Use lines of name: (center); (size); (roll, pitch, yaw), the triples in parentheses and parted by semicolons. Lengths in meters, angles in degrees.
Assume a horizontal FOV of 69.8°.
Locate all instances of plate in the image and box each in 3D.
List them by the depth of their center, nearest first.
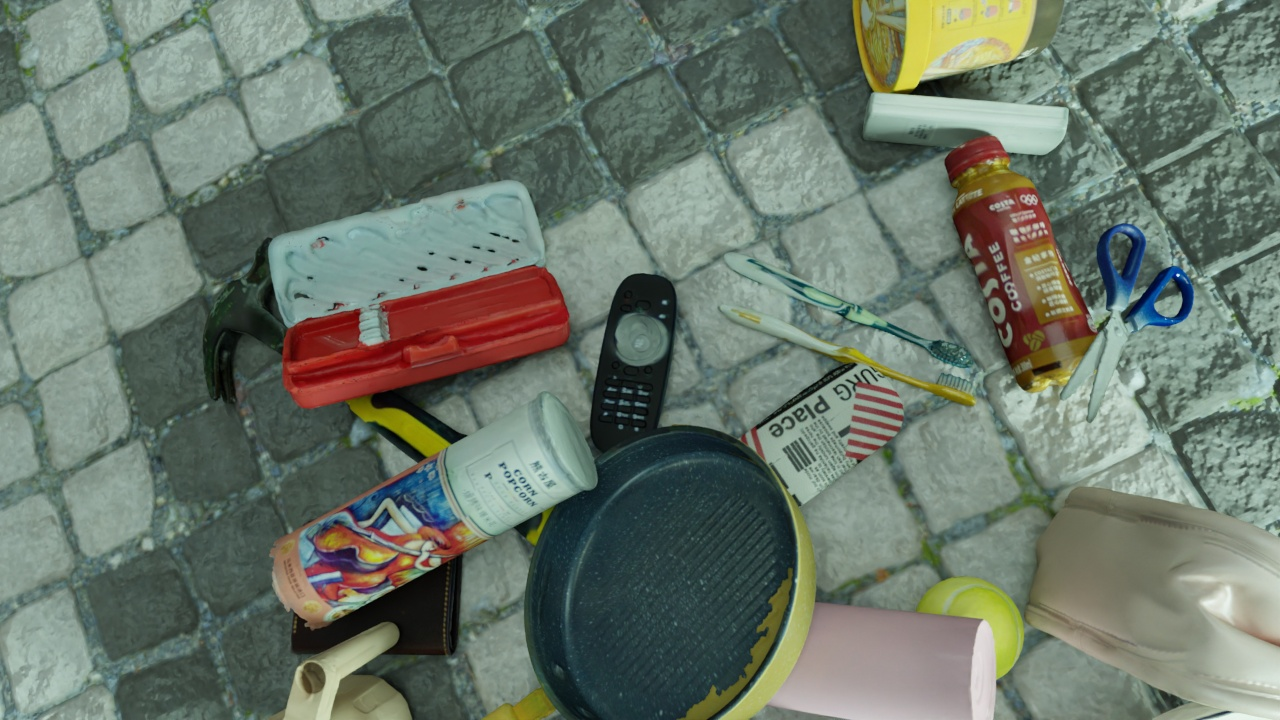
plate: (0.342, 0.280, 0.513); (0.205, 0.045, 0.205); (0, 98, 2)

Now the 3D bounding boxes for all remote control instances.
remote control: (0.228, -0.168, 0.651); (0.135, 0.056, 0.019); (7, 85, 11)
remote control: (-0.004, 0.004, 0.664); (0.053, 0.024, 0.136); (8, 78, 12)

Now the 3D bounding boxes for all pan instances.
pan: (-0.047, 0.190, 0.563); (0.357, 0.078, 0.198); (-49, 45, 3)

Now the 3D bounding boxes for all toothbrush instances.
toothbrush: (0.145, -0.008, 0.650); (0.191, 0.016, 0.018); (21, 71, 12)
toothbrush: (0.146, -0.038, 0.655); (0.192, 0.018, 0.016); (25, 83, 13)

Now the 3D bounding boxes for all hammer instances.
hammer: (-0.195, 0.037, 0.683); (0.323, 0.032, 0.126); (32, 84, 13)

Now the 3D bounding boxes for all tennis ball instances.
tennis ball: (0.205, 0.169, 0.575); (0.065, 0.065, 0.065); (-2, 77, 8)

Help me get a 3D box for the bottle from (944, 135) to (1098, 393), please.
bottle: (0.256, -0.068, 0.624); (0.057, 0.057, 0.174); (-18, 75, 4)

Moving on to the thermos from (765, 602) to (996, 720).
thermos: (0.103, 0.186, 0.550); (0.199, 0.067, 0.087); (-3, 34, 30)

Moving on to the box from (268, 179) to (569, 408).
box: (-0.163, -0.050, 0.671); (0.201, 0.058, 0.161); (-15, 58, -9)

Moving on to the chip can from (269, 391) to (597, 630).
chip can: (-0.138, 0.101, 0.609); (0.215, 0.071, 0.071); (-28, 75, 10)

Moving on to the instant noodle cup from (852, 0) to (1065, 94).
instant noodle cup: (0.221, -0.254, 0.645); (0.114, 0.118, 0.118); (-10, 76, -1)

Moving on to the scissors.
scissors: (0.315, -0.017, 0.589); (0.132, 0.012, 0.172); (18, 63, -15)

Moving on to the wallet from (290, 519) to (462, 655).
wallet: (-0.190, 0.162, 0.661); (0.122, 0.020, 0.096); (-2, 74, 9)

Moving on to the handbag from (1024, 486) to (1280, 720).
handbag: (0.356, 0.150, 0.503); (0.234, 0.193, 0.093); (18, 87, 4)

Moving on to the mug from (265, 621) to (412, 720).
mug: (-0.198, 0.237, 0.590); (0.084, 0.103, 0.124); (15, 91, 11)

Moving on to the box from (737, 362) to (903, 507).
box: (0.106, 0.064, 0.630); (0.164, 0.052, 0.068); (-34, 62, -1)
